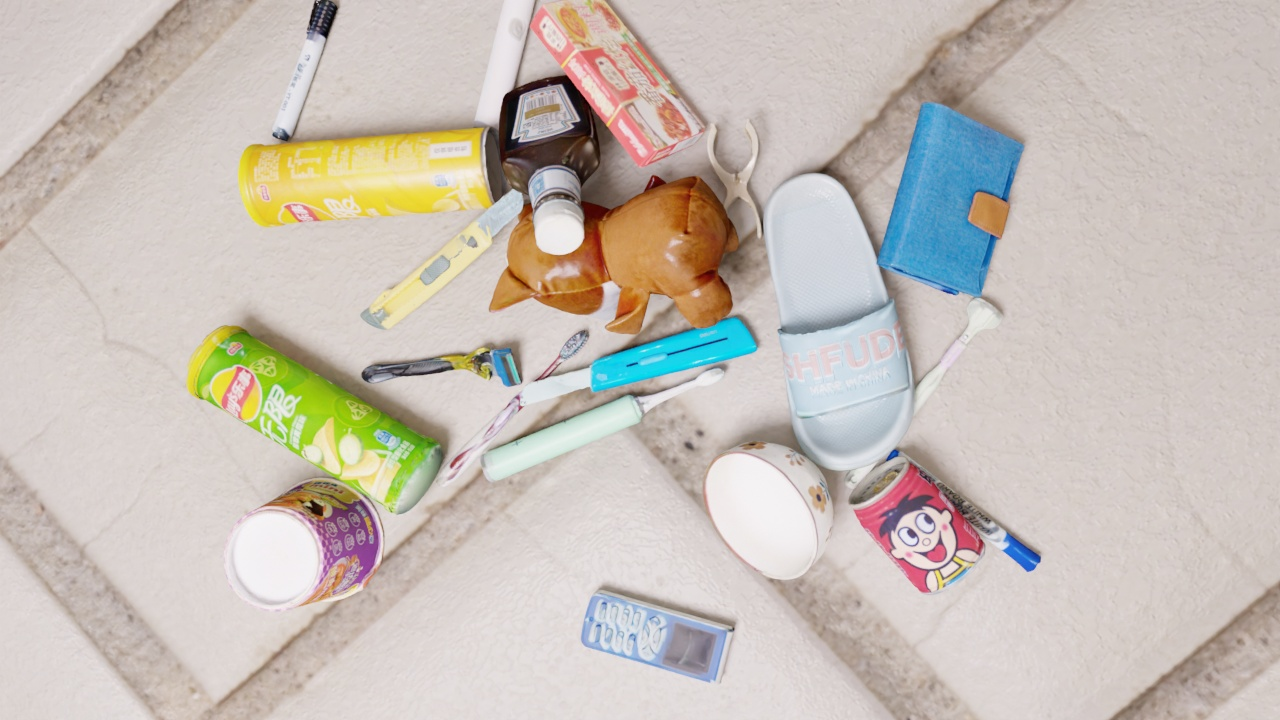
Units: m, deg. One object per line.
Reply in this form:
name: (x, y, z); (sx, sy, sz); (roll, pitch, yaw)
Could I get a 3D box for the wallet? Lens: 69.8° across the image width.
wallet: (0.247, -0.124, 0.729); (0.106, 0.040, 0.133); (14, 93, -29)

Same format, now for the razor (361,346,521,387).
razor: (-0.176, 0.006, 0.802); (0.143, 0.022, 0.043); (-4, 133, 9)

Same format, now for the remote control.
remote control: (0.014, 0.233, 0.777); (0.125, 0.024, 0.049); (15, 91, 7)

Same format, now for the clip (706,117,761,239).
clip: (0.068, -0.152, 0.773); (0.081, 0.034, 0.104); (8, 98, 3)

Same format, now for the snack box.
snack box: (-0.018, -0.234, 0.762); (0.153, 0.075, 0.026); (53, 136, 4)

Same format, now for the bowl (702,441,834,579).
bowl: (0.111, 0.111, 0.739); (0.062, 0.114, 0.113); (-30, 85, -37)

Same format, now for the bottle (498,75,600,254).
bottle: (-0.070, -0.156, 0.722); (0.080, 0.044, 0.194); (-15, 45, 4)

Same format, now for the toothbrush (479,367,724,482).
toothbrush: (-0.033, 0.052, 0.783); (0.224, 0.027, 0.026); (-23, 100, 6)

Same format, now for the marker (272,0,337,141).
marker: (-0.301, -0.259, 0.819); (0.023, 0.018, 0.130); (22, 91, 14)

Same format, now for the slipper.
slipper: (0.157, -0.035, 0.738); (0.104, 0.074, 0.245); (-12, 85, 7)

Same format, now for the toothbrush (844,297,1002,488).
toothbrush: (0.231, 0.031, 0.760); (0.029, 0.020, 0.189); (38, 94, 12)

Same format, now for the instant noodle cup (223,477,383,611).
instant noodle cup: (-0.287, 0.158, 0.774); (0.111, 0.099, 0.111); (0, 88, 5)

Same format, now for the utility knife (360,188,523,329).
utility knife: (-0.168, -0.084, 0.785); (0.195, 0.020, 0.031); (-36, 98, 16)

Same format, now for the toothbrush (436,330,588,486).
toothbrush: (-0.112, 0.043, 0.796); (0.016, 0.017, 0.187); (45, 93, 1)

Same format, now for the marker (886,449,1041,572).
marker: (0.265, 0.122, 0.756); (0.146, 0.017, 0.017); (38, 93, 5)

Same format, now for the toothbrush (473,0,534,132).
toothbrush: (-0.106, -0.304, 0.794); (0.026, 0.026, 0.221); (15, 91, 48)

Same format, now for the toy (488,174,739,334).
toy: (-0.022, -0.083, 0.742); (0.200, 0.131, 0.139); (-1, 47, 14)

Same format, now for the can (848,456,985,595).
can: (0.218, 0.130, 0.731); (0.066, 0.066, 0.094); (-41, 92, 4)

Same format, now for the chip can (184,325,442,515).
chip can: (-0.276, 0.051, 0.786); (0.221, 0.072, 0.072); (29, 92, 5)

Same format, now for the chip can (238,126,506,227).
chip can: (-0.226, -0.157, 0.783); (0.213, 0.072, 0.072); (-4, 89, 6)

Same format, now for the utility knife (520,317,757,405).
utility knife: (-0.005, 0.005, 0.779); (0.207, 0.018, 0.034); (-16, 90, 3)
